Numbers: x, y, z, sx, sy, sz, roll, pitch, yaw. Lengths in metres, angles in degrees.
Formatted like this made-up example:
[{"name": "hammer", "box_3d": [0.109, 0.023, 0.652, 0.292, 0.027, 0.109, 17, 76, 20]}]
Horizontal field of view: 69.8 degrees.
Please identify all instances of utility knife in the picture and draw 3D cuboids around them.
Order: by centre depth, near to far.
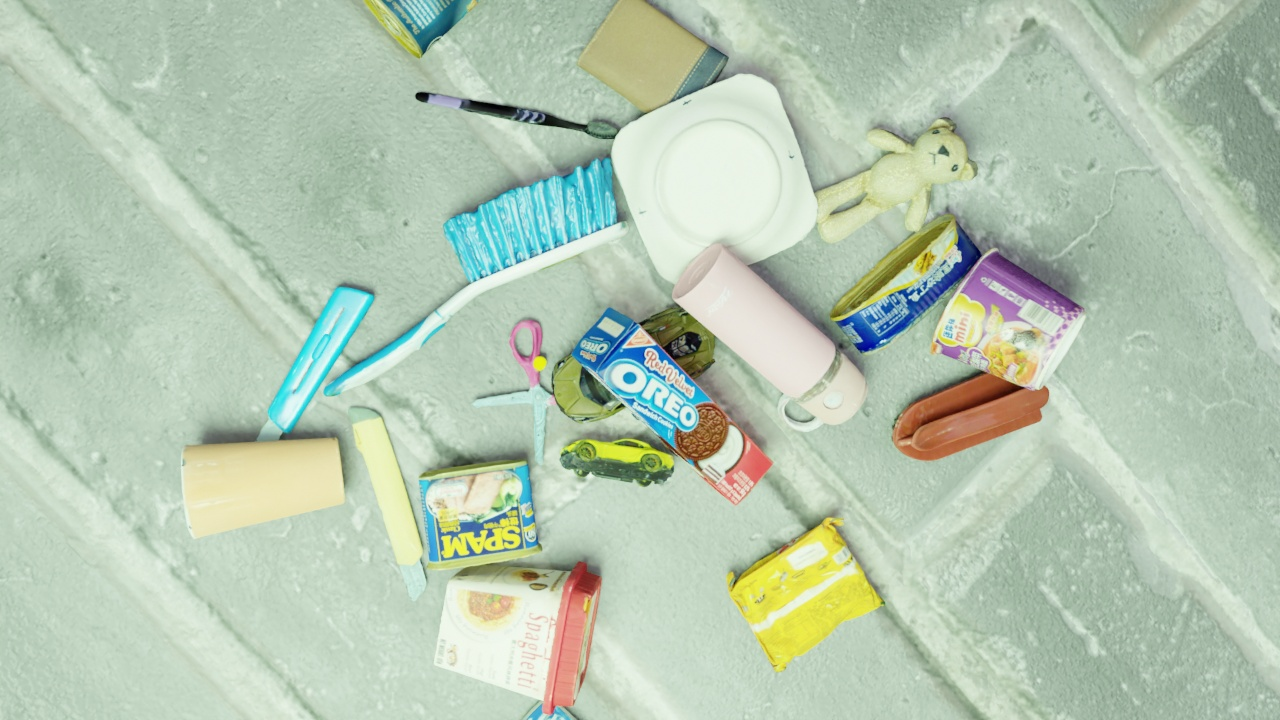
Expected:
[{"name": "utility knife", "box_3d": [-0.296, 0.013, 0.815, 0.034, 0.018, 0.182, 30, 89, -7]}, {"name": "utility knife", "box_3d": [-0.224, 0.128, 0.825, 0.031, 0.019, 0.183, -17, 87, -2]}]

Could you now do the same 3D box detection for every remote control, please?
[{"name": "remote control", "box_3d": [-0.058, 0.367, 0.849, 0.125, 0.024, 0.049, 45, 86, -5]}]

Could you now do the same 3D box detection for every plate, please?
[{"name": "plate", "box_3d": [0.068, -0.158, 0.824, 0.164, 0.034, 0.164, -23, 104, 6]}]

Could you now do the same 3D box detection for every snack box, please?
[{"name": "snack box", "box_3d": [0.030, 0.043, 0.798, 0.057, 0.058, 0.207, -47, 121, -5]}]

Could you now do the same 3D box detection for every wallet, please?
[{"name": "wallet", "box_3d": [0.012, -0.272, 0.840, 0.115, 0.033, 0.090, 33, 85, -6]}]

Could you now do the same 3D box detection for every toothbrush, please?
[{"name": "toothbrush", "box_3d": [-0.110, -0.223, 0.833, 0.189, 0.017, 0.014, 9, 90, -6]}]

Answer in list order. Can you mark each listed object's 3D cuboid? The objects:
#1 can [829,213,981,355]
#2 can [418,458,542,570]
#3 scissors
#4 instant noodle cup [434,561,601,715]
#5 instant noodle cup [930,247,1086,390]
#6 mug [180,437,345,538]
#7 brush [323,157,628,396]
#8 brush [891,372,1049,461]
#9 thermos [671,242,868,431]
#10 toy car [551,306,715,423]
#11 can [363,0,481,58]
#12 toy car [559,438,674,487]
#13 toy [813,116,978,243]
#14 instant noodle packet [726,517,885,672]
[{"name": "can", "box_3d": [0.246, -0.070, 0.853, 0.148, 0.074, 0.049, -42, 99, -4]}, {"name": "can", "box_3d": [-0.144, 0.135, 0.817, 0.102, 0.057, 0.083, -8, 90, -7]}, {"name": "scissors", "box_3d": [-0.088, 0.029, 0.841, 0.134, 0.017, 0.133, -1, 92, -11]}, {"name": "instant noodle cup", "box_3d": [-0.106, 0.232, 0.802, 0.124, 0.116, 0.116, 9, 90, 4]}, {"name": "instant noodle cup", "box_3d": [0.336, -0.031, 0.830, 0.099, 0.111, 0.111, 33, 87, 24]}, {"name": "mug", "box_3d": [-0.318, 0.103, 0.782, 0.122, 0.078, 0.078, -6, 92, -20]}, {"name": "brush", "box_3d": [-0.154, -0.075, 0.815, 0.314, 0.060, 0.109, -22, 97, -3]}, {"name": "brush", "box_3d": [0.306, 0.052, 0.864, 0.145, 0.069, 0.063, -20, 93, -6]}, {"name": "thermos", "box_3d": [0.115, -0.013, 0.833, 0.198, 0.067, 0.087, 40, 112, -19]}, {"name": "toy car", "box_3d": [-0.005, 0.005, 0.832, 0.158, 0.042, 0.070, -26, 94, -14]}, {"name": "can", "box_3d": [-0.177, -0.328, 0.792, 0.111, 0.075, 0.075, -45, 96, -5]}, {"name": "toy car", "box_3d": [-0.021, 0.089, 0.838, 0.105, 0.048, 0.032, 8, 62, -7]}, {"name": "toy", "box_3d": [0.229, -0.164, 0.853, 0.157, 0.066, 0.105, -28, 88, 10]}, {"name": "instant noodle packet", "box_3d": [0.155, 0.216, 0.863, 0.128, 0.044, 0.111, -31, 101, -2]}]
